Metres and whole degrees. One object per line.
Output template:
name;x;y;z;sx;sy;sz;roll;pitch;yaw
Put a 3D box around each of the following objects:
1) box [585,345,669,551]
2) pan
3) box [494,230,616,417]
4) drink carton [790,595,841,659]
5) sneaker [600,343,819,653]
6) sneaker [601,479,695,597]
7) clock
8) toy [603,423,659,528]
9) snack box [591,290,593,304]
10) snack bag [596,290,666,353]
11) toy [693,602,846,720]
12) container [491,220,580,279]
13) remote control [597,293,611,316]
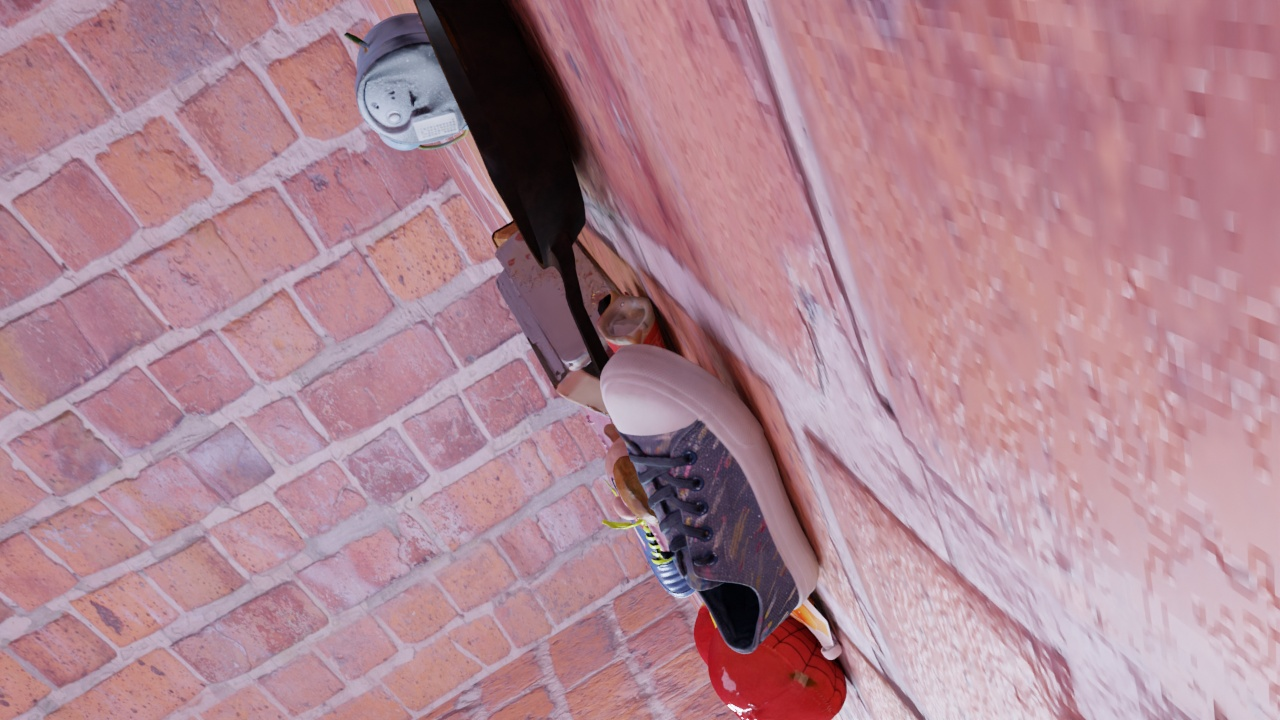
box;0.010;0.076;1.000;0.233;0.059;0.179;61;-163;-21
pan;-0.070;-0.119;0.639;0.356;0.043;0.249;64;174;6
box;-0.070;-0.040;0.878;0.216;0.094;0.107;54;173;48
drink carton;0.116;0.183;0.742;0.122;0.038;0.069;46;165;42
sneaker;0.042;0.095;0.576;0.088;0.079;0.235;-3;130;42
sneaker;0.018;0.221;1.242;0.091;0.116;0.242;-98;-15;-81
clock;-0.206;-0.254;0.869;0.162;0.118;0.060;84;167;-59
toy;0.013;0.103;0.764;0.133;0.076;0.175;41;-171;10
snack box;-0.072;-0.031;1.033;0.152;0.025;0.075;114;168;-82
snack bag;0.017;0.013;0.730;0.155;0.044;0.087;57;-170;-46
toy;0.113;0.273;0.841;0.147;0.098;0.216;34;174;-1
container;-0.112;-0.110;1.032;0.114;0.063;0.061;61;166;-11
remote control;-0.005;0.004;0.758;0.125;0.010;0.039;65;-163;-8
